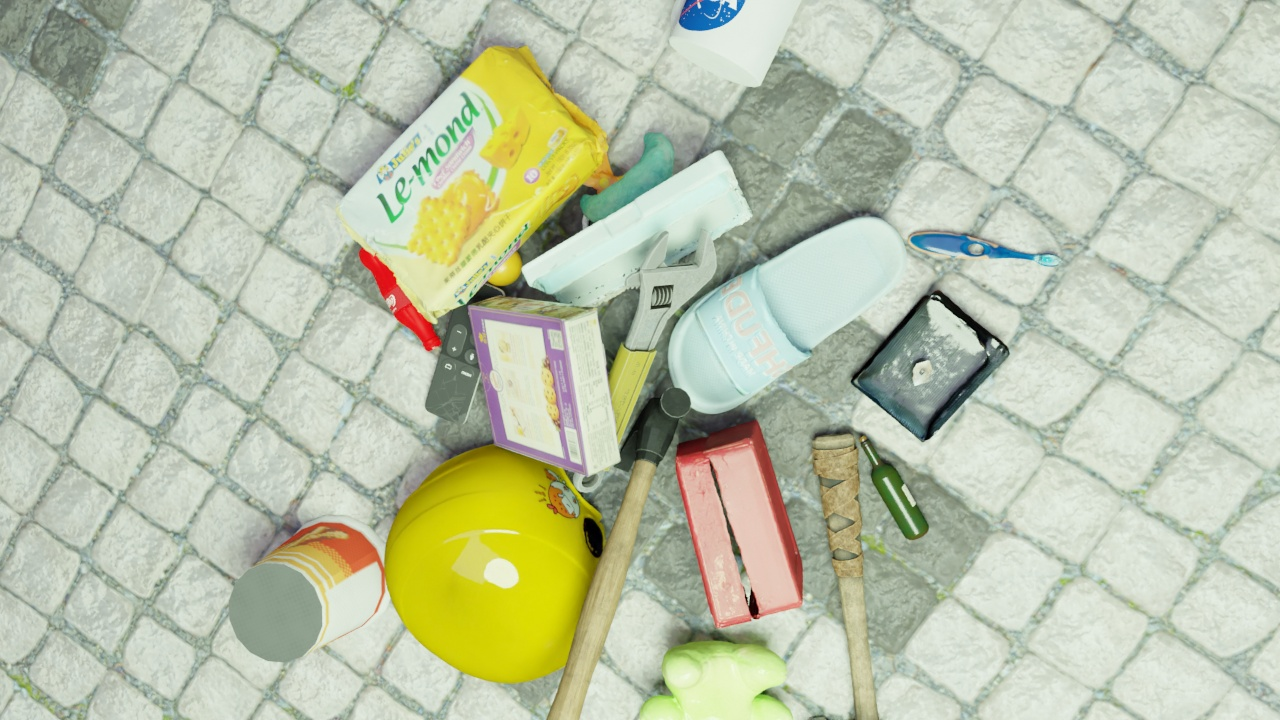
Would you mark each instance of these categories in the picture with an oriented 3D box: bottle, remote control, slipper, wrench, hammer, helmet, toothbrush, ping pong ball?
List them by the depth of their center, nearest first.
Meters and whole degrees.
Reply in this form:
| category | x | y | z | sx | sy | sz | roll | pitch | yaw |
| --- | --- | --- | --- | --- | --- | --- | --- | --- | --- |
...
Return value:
| category | x | y | z | sx | sy | sz | roll | pitch | yaw |
| --- | --- | --- | --- | --- | --- | --- | --- | --- | --- |
| hammer | -0.025 | 0.178 | 0.799 | 0.040 | 0.132 | 0.304 | 21 | 70 | -5 |
| toothbrush | 0.310 | -0.099 | 0.826 | 0.135 | 0.017 | 0.021 | 10 | 93 | 8 |
| slipper | 0.129 | -0.046 | 0.830 | 0.245 | 0.074 | 0.104 | -34 | 88 | 8 |
| wrench | -0.005 | 0.005 | 0.837 | 0.083 | 0.018 | 0.274 | 7 | 114 | -34 |
| bottle | 0.231 | 0.116 | 0.849 | 0.025 | 0.025 | 0.106 | -30 | 89 | 10 |
| hammer | 0.200 | 0.227 | 0.856 | 0.121 | 0.049 | 0.318 | -7 | 91 | 7 |
| helmet | -0.137 | 0.206 | 0.856 | 0.209 | 0.139 | 0.240 | -33 | 89 | 10 |
| ping pong ball | -0.134 | -0.092 | 0.884 | 0.040 | 0.040 | 0.040 | 1 | 94 | 9 |
| remote control | -0.173 | -0.008 | 0.901 | 0.045 | 0.008 | 0.147 | 22 | 107 | 7 |
| bottle | -0.233 | -0.063 | 0.904 | 0.036 | 0.036 | 0.119 | -31 | 89 | 10 |

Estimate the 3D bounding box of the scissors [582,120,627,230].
| category | x | y | z | sx | sy | sz | roll | pitch | yaw |
| --- | --- | --- | --- | --- | --- | --- | --- | --- | --- |
| scissors | -0.034 | -0.163 | 0.878 | 0.125 | 0.011 | 0.128 | 18 | 95 | 7 |

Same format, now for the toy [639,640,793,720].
| category | x | y | z | sx | sy | sz | roll | pitch | yaw |
| --- | --- | --- | --- | --- | --- | --- | --- | --- | --- |
| toy | 0.070 | 0.353 | 0.860 | 0.150 | 0.107 | 0.197 | 2 | 104 | -14 |

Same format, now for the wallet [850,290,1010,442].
| category | x | y | z | sx | sy | sz | roll | pitch | yaw |
| --- | --- | --- | --- | --- | --- | --- | --- | --- | --- |
| wallet | 0.262 | 0.005 | 0.836 | 0.089 | 0.026 | 0.115 | 41 | 99 | 4 |

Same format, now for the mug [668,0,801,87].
| category | x | y | z | sx | sy | sz | roll | pitch | yaw |
| --- | --- | --- | --- | --- | --- | --- | --- | --- | --- |
| mug | 0.075 | -0.310 | 0.818 | 0.121 | 0.091 | 0.090 | 32 | 100 | 41 |

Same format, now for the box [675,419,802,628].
| category | x | y | z | sx | sy | sz | roll | pitch | yaw |
| --- | --- | --- | --- | --- | --- | --- | --- | --- | --- |
| box | 0.088 | 0.142 | 0.824 | 0.093 | 0.129 | 0.157 | -14 | 93 | 9 |

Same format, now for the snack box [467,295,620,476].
| category | x | y | z | sx | sy | sz | roll | pitch | yaw |
| --- | --- | --- | --- | --- | --- | --- | --- | --- | --- |
| snack box | -0.089 | 0.019 | 0.829 | 0.148 | 0.040 | 0.143 | 11 | 116 | 46 |

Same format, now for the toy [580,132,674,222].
| category | x | y | z | sx | sy | sz | roll | pitch | yaw |
| --- | --- | --- | --- | --- | --- | --- | --- | --- | --- |
| toy | -0.007 | -0.162 | 0.835 | 0.105 | 0.085 | 0.033 | -44 | 127 | 3 |

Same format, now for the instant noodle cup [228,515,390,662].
| category | x | y | z | sx | sy | sz | roll | pitch | yaw |
| --- | --- | --- | --- | --- | --- | --- | --- | --- | --- |
| instant noodle cup | -0.324 | 0.226 | 0.896 | 0.123 | 0.121 | 0.123 | 1 | 94 | 9 |

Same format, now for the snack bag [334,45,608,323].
| category | x | y | z | sx | sy | sz | roll | pitch | yaw |
| --- | --- | --- | --- | --- | --- | --- | --- | --- | --- |
| snack bag | -0.151 | -0.163 | 0.847 | 0.247 | 0.068 | 0.159 | -44 | 67 | 4 |

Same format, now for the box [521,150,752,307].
| category | x | y | z | sx | sy | sz | roll | pitch | yaw |
| --- | --- | --- | --- | --- | --- | --- | --- | --- | --- |
| box | 0.000 | -0.109 | 0.818 | 0.197 | 0.134 | 0.040 | -28 | 77 | 10 |
